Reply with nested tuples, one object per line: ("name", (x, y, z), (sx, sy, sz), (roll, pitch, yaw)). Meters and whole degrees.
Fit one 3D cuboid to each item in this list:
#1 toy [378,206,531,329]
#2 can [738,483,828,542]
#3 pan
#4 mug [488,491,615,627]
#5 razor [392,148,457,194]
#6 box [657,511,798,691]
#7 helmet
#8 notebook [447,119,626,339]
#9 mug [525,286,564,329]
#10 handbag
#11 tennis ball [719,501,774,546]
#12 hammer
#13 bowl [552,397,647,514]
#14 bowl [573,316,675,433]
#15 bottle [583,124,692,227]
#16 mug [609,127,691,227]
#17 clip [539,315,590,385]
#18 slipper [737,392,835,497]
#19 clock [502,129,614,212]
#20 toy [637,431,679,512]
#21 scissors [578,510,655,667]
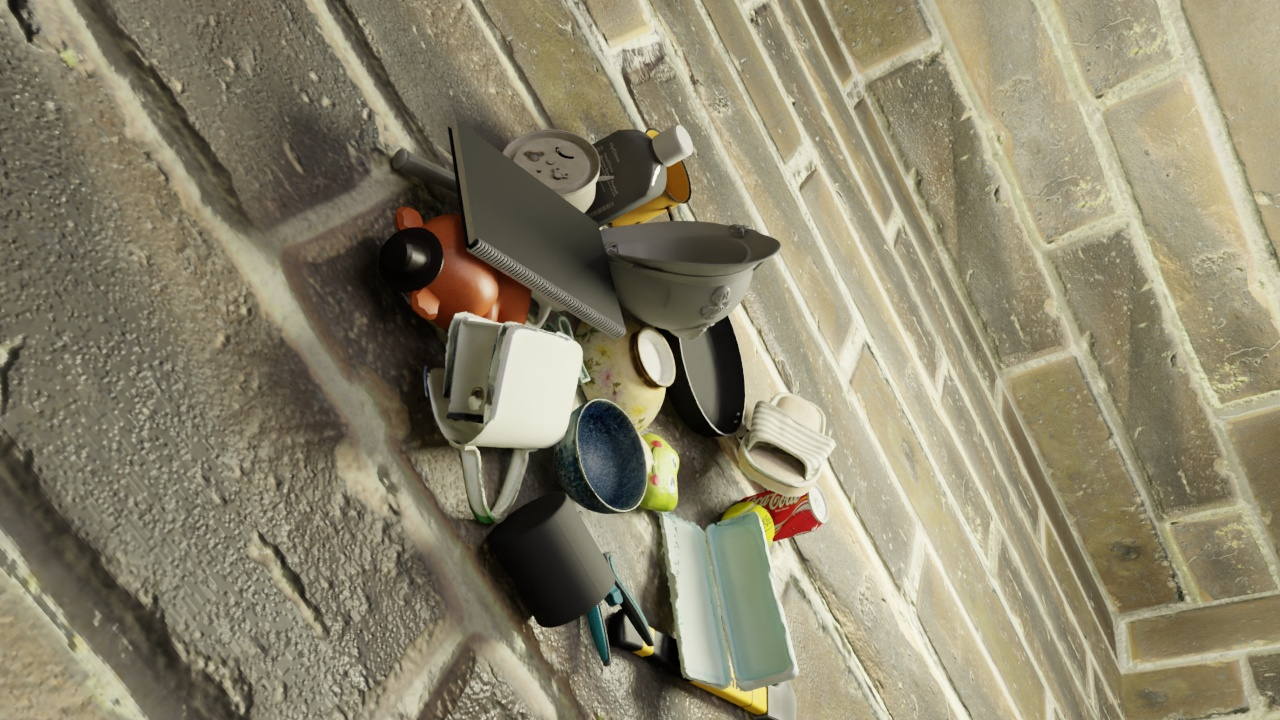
("toy", (-0.158, -0.076, 0.808), (0.176, 0.096, 0.112), (39, 38, -70))
("can", (0.179, 0.193, 1.160), (0.064, 0.105, 0.064), (36, 43, -42))
("pan", (0.109, 0.059, 1.192), (0.356, 0.044, 0.203), (63, 28, -26))
("mug", (-0.077, 0.167, 0.809), (0.088, 0.078, 0.113), (61, 4, -11))
("razor", (-0.185, -0.173, 0.884), (0.116, 0.047, 0.088), (19, 55, -43))
("box", (0.090, 0.247, 0.978), (0.126, 0.074, 0.197), (16, 40, -25))
("helmet", (0.046, -0.081, 1.012), (0.183, 0.271, 0.118), (-11, 110, -23))
("notebook", (-0.093, -0.117, 0.856), (0.206, 0.016, 0.148), (30, 36, -48))
("mug", (-0.110, -0.086, 0.930), (0.089, 0.071, 0.107), (33, 72, -38))
("handbag", (-0.125, 0.053, 0.795), (0.151, 0.074, 0.176), (14, 86, -68))
("tennis ball", (0.129, 0.205, 1.113), (0.065, 0.066, 0.065), (36, 43, -42))
("hammer", (0.074, 0.339, 0.977), (0.324, 0.034, 0.169), (39, 42, -37))
("bowl", (-0.049, 0.099, 0.901), (0.114, 0.061, 0.114), (34, 46, -45))
("bowl", (-0.006, 0.006, 1.027), (0.145, 0.063, 0.145), (37, 43, -43))
("bottle", (-0.022, -0.210, 1.031), (0.046, 0.174, 0.084), (-28, 95, -60))
("mug", (0.001, -0.212, 1.147), (0.100, 0.094, 0.123), (-2, 71, -60))
("clip", (-0.079, -0.008, 0.956), (0.023, 0.043, 0.076), (-22, 91, -61))
("slipper", (0.192, 0.095, 1.180), (0.114, 0.054, 0.272), (31, 23, 8))
("clock", (-0.109, -0.179, 0.971), (0.103, 0.061, 0.156), (35, 58, 20))
("toy", (0.001, 0.112, 0.991), (0.117, 0.043, 0.092), (39, 42, -37))
("scissors", (-0.035, 0.221, 0.869), (0.156, 0.019, 0.124), (38, 44, -13))
